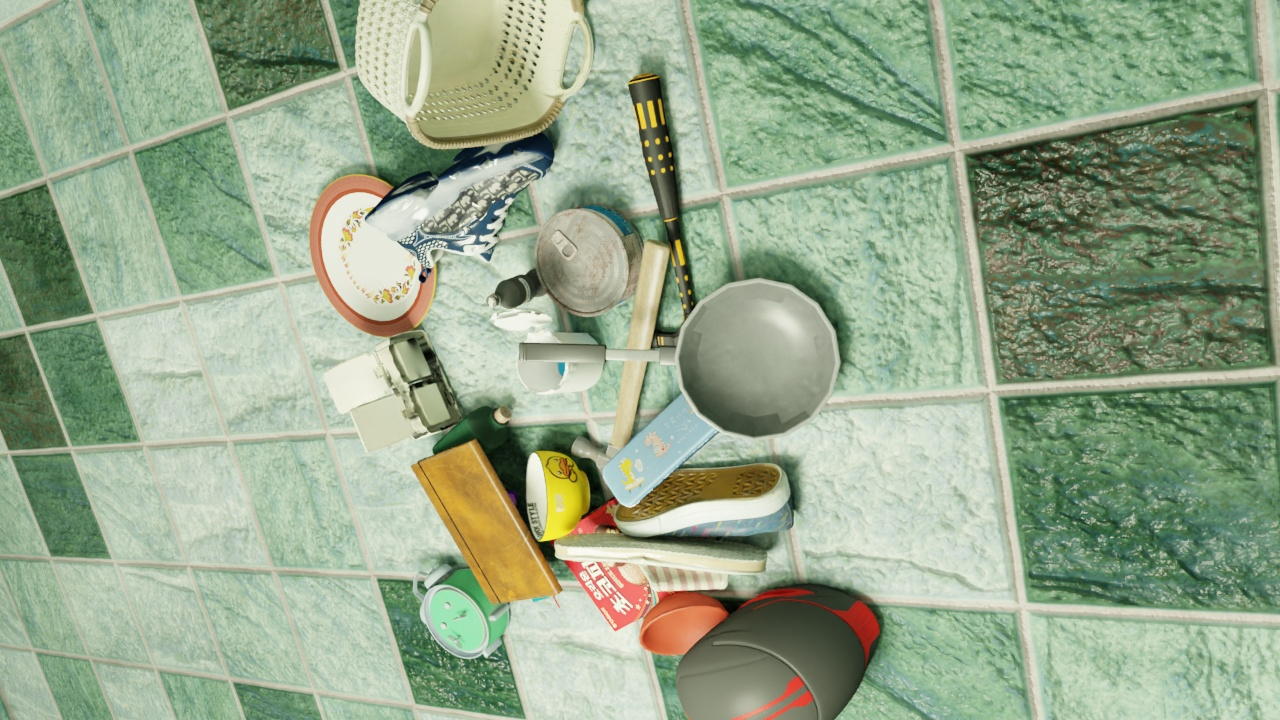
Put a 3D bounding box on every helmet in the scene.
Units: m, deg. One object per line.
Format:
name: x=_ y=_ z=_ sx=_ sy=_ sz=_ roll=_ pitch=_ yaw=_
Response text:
helmet: x=0.149 y=0.381 z=1.091 sx=0.265 sy=0.169 sz=0.164 roll=-34 pitch=89 yaw=34

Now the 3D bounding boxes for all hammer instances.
hammer: x=-0.007 y=0.006 z=1.115 sx=0.119 sy=0.030 sz=0.332 roll=23 pitch=121 yaw=19
hammer: x=0.037 y=-0.162 z=1.042 sx=0.123 sy=0.036 sz=0.321 roll=-2 pitch=109 yaw=29

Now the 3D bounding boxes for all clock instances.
clock: x=-0.281 y=0.373 z=1.385 sx=0.162 sy=0.075 sz=0.122 roll=25 pitch=118 yaw=20

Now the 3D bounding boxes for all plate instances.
plate: x=-0.371 y=-0.145 z=1.280 sx=0.230 sy=0.021 sz=0.230 roll=10 pitch=112 yaw=26

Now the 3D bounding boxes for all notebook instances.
notebook: x=-0.214 y=0.235 z=1.259 sx=0.179 sy=0.014 sz=0.249 roll=-22 pitch=100 yaw=45

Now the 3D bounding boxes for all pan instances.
pan: x=0.040 y=-0.005 z=1.026 sx=0.357 sy=0.041 sz=0.178 roll=2 pitch=97 yaw=8

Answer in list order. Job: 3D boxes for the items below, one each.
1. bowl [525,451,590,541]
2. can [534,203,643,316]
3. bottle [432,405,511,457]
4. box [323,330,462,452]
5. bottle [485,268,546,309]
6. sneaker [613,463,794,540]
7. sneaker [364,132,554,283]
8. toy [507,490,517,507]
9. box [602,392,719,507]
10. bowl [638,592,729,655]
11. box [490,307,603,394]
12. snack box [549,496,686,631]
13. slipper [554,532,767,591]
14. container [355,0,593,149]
bowl: x=-0.106 y=0.176 z=1.210 sx=0.117 sy=0.067 sz=0.117 roll=178 pitch=90 yaw=-70
can: x=-0.062 y=-0.121 z=1.102 sx=0.130 sy=0.044 sz=0.130 roll=10 pitch=112 yaw=26
bottle: x=-0.223 y=0.103 z=1.263 sx=0.132 sy=0.061 sz=0.061 roll=-39 pitch=89 yaw=33
box: x=-0.338 y=0.046 z=1.237 sx=0.096 sy=0.185 sz=0.145 roll=-23 pitch=88 yaw=41
bottle: x=-0.151 y=-0.085 z=1.126 sx=0.036 sy=0.109 sz=0.036 roll=10 pitch=112 yaw=26
sneaker: x=0.081 y=0.183 z=1.124 sx=0.236 sy=0.087 sz=0.079 roll=-14 pitch=123 yaw=29
sneaker: x=-0.206 y=-0.187 z=1.142 sx=0.270 sy=0.103 sz=0.132 roll=-20 pitch=118 yaw=25
toy: x=-0.210 y=0.231 z=1.305 sx=0.106 sy=0.055 sz=0.088 roll=7 pitch=116 yaw=37
box: x=0.037 y=0.091 z=1.090 sx=0.210 sy=0.049 sz=0.066 roll=-43 pitch=84 yaw=16
bowl: x=0.055 y=0.333 z=1.179 sx=0.122 sy=0.035 sz=0.122 roll=-7 pitch=136 yaw=-7
box: x=-0.114 y=-0.013 z=1.107 sx=0.085 sy=0.162 sz=0.112 roll=-2 pitch=93 yaw=25
snack box: x=-0.027 y=0.269 z=1.229 sx=0.133 sy=0.035 sz=0.152 roll=-37 pitch=88 yaw=34
slipper: x=0.022 y=0.247 z=1.121 sx=0.263 sy=0.115 sz=0.052 roll=2 pitch=93 yaw=11
container: x=-0.182 y=-0.337 z=0.984 sx=0.143 sy=0.245 sz=0.185 roll=33 pitch=124 yaw=25
